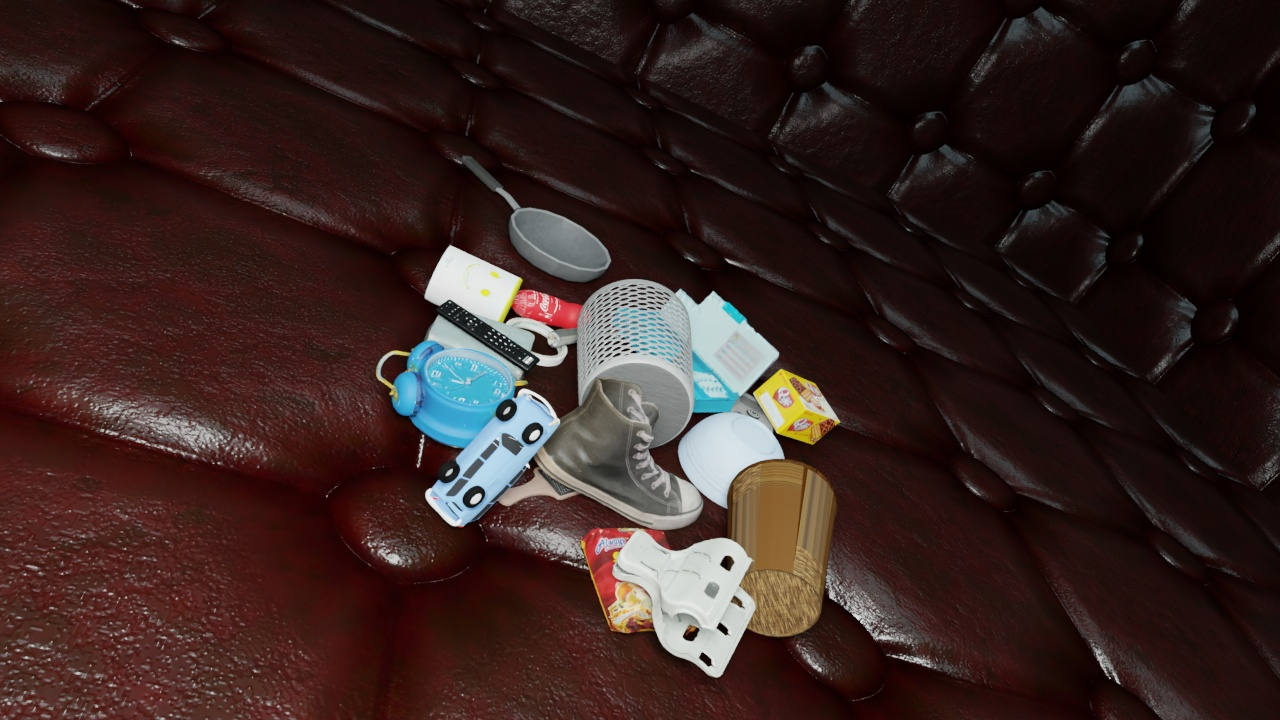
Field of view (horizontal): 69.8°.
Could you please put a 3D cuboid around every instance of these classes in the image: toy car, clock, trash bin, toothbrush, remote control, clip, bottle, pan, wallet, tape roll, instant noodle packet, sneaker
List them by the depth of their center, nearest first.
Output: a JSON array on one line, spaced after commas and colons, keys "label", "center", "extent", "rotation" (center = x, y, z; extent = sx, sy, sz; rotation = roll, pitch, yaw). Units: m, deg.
[{"label": "clip", "center": [0.051, 0.214, 0.895], "extent": [0.152, 0.105, 0.126], "rotation": [45, 30, 3]}, {"label": "toy car", "center": [-0.145, 0.099, 0.924], "extent": [0.056, 0.153, 0.055], "rotation": [37, -10, 31]}, {"label": "instant noodle packet", "center": [0.000, 0.228, 0.949], "extent": [0.098, 0.040, 0.135], "rotation": [6, 36, -27]}, {"label": "clock", "center": [-0.211, 0.033, 1.010], "extent": [0.161, 0.060, 0.116], "rotation": [18, 34, -7]}, {"label": "sneaker", "center": [0.003, 0.109, 1.053], "extent": [0.234, 0.120, 0.095], "rotation": [33, 24, -25]}, {"label": "remote control", "center": [-0.188, -0.031, 1.128], "extent": [0.140, 0.009, 0.030], "rotation": [33, 39, 7]}, {"label": "wallet", "center": [-0.203, -0.019, 1.156], "extent": [0.131, 0.054, 0.100], "rotation": [20, 28, -10]}, {"label": "trash bin", "center": [-0.007, 0.007, 1.193], "extent": [0.156, 0.157, 0.183], "rotation": [22, 31, -16]}, {"label": "tape roll", "center": [-0.145, -0.026, 1.261], "extent": [0.093, 0.013, 0.092], "rotation": [23, 28, -14]}, {"label": "bottle", "center": [-0.139, -0.074, 1.317], "extent": [0.141, 0.042, 0.042], "rotation": [16, 30, -26]}, {"label": "toothbrush", "center": [-0.077, -0.037, 1.322], "extent": [0.185, 0.022, 0.024], "rotation": [-9, 78, -63]}, {"label": "remote control", "center": [0.163, 0.092, 1.363], "extent": [0.074, 0.019, 0.150], "rotation": [29, 27, -4]}, {"label": "pan", "center": [-0.195, -0.240, 1.544], "extent": [0.357, 0.041, 0.178], "rotation": [44, 30, 25]}]

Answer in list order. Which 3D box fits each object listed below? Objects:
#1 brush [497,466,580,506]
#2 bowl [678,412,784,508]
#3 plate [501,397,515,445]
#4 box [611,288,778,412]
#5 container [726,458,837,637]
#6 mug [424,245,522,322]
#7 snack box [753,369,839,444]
[{"label": "brush", "center": [-0.107, 0.136, 1.021], "extent": [0.050, 0.015, 0.135], "rotation": [45, 30, 24]}, {"label": "bowl", "center": [0.132, 0.121, 1.210], "extent": [0.150, 0.075, 0.150], "rotation": [22, 32, -15]}, {"label": "plate", "center": [-0.179, 0.072, 1.062], "extent": [0.134, 0.011, 0.134], "rotation": [24, 28, -14]}, {"label": "box", "center": [0.079, -0.018, 1.391], "extent": [0.171, 0.084, 0.227], "rotation": [-26, 50, -19]}, {"label": "container", "center": [0.156, 0.214, 1.041], "extent": [0.132, 0.132, 0.166], "rotation": [28, 33, -6]}, {"label": "mug", "center": [-0.222, -0.095, 1.224], "extent": [0.106, 0.083, 0.082], "rotation": [26, 27, -7]}, {"label": "snack box", "center": [0.239, 0.072, 1.400], "extent": [0.105, 0.061, 0.083], "rotation": [20, 34, -46]}]
